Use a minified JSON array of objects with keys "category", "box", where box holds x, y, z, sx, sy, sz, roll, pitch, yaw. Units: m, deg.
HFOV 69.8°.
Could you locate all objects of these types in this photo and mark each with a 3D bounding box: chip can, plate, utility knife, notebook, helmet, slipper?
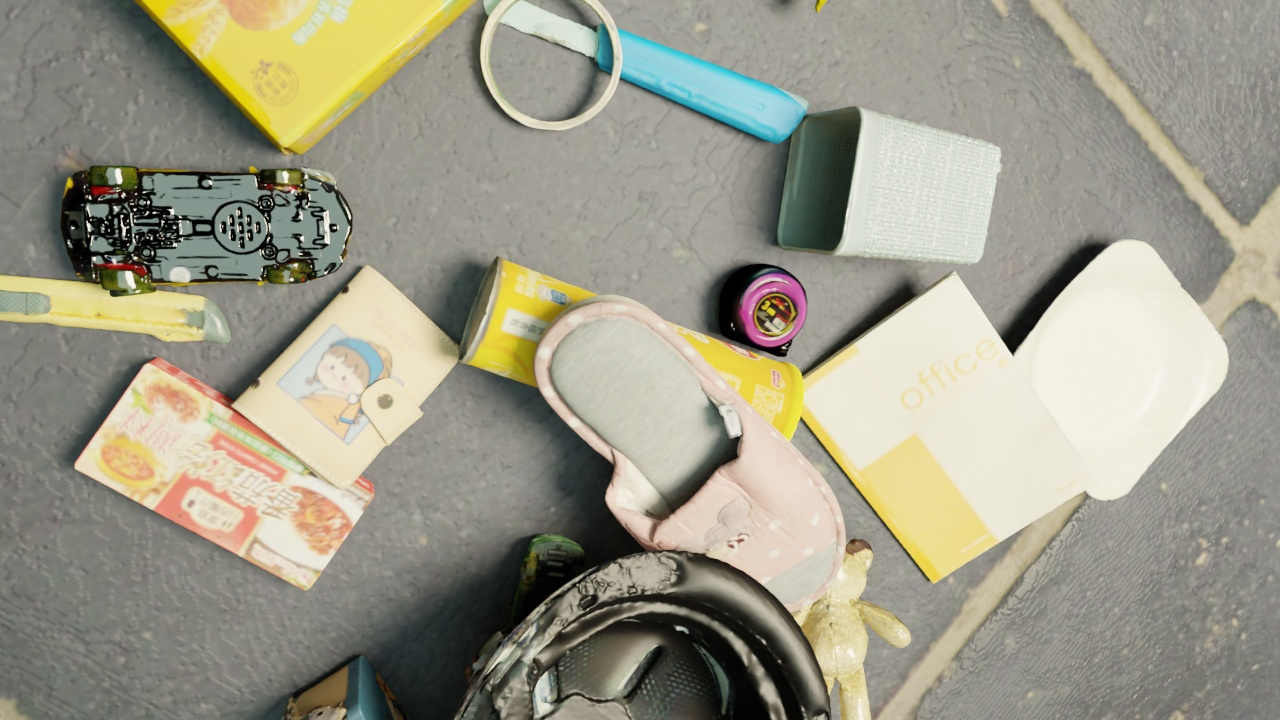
[{"category":"chip can","box":[-0.003,0.003,0.584,0.213,0.072,0.072,19,94,-18]},{"category":"plate","box":[0.355,0.007,0.700,0.163,0.034,0.164,43,88,-18]},{"category":"utility knife","box":[0.004,-0.188,0.579,0.218,0.018,0.034,18,99,-13]},{"category":"utility knife","box":[-0.348,-0.032,0.519,0.216,0.022,0.031,5,93,-11]},{"category":"notebook","box":[0.220,0.055,0.666,0.146,0.010,0.206,-36,108,11]},{"category":"helmet","box":[-0.020,0.257,0.547,0.230,0.157,0.273,30,63,-9]},{"category":"slipper","box":[0.038,0.072,0.556,0.114,0.054,0.274,-33,117,13]}]

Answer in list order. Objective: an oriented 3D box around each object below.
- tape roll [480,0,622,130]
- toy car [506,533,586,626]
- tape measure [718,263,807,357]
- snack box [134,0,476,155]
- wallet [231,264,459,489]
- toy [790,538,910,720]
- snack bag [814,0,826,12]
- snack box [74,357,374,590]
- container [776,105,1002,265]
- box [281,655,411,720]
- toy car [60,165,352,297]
[{"category":"tape roll","box":[-0.054,-0.184,0.558,0.086,0.014,0.086,-1,103,-3]},{"category":"toy car","box":[-0.065,0.160,0.614,0.043,0.036,0.091,11,99,-19]},{"category":"tape measure","box":[0.082,-0.036,0.617,0.057,0.039,0.058,16,100,-17]},{"category":"snack box","box":[-0.170,-0.239,0.496,0.210,0.070,0.157,-43,107,-4]},{"category":"wallet","box":[-0.172,0.013,0.558,0.087,0.024,0.115,44,72,-16]},{"category":"toy","box":[0.135,0.204,0.641,0.105,0.066,0.157,-4,71,16]},{"category":"snack bag","box":[0.092,-0.358,0.546,0.158,0.068,0.246,-42,107,-5]},{"category":"snack box","box":[-0.247,0.070,0.556,0.153,0.025,0.075,36,89,-18]},{"category":"container","box":[0.163,-0.109,0.602,0.111,0.090,0.090,5,99,-20]},{"category":"box","box":[-0.156,0.285,0.587,0.062,0.090,0.184,-33,109,-8]},{"category":"toy car","box":[-0.243,-0.075,0.521,0.155,0.041,0.071,-3,101,-13]}]
